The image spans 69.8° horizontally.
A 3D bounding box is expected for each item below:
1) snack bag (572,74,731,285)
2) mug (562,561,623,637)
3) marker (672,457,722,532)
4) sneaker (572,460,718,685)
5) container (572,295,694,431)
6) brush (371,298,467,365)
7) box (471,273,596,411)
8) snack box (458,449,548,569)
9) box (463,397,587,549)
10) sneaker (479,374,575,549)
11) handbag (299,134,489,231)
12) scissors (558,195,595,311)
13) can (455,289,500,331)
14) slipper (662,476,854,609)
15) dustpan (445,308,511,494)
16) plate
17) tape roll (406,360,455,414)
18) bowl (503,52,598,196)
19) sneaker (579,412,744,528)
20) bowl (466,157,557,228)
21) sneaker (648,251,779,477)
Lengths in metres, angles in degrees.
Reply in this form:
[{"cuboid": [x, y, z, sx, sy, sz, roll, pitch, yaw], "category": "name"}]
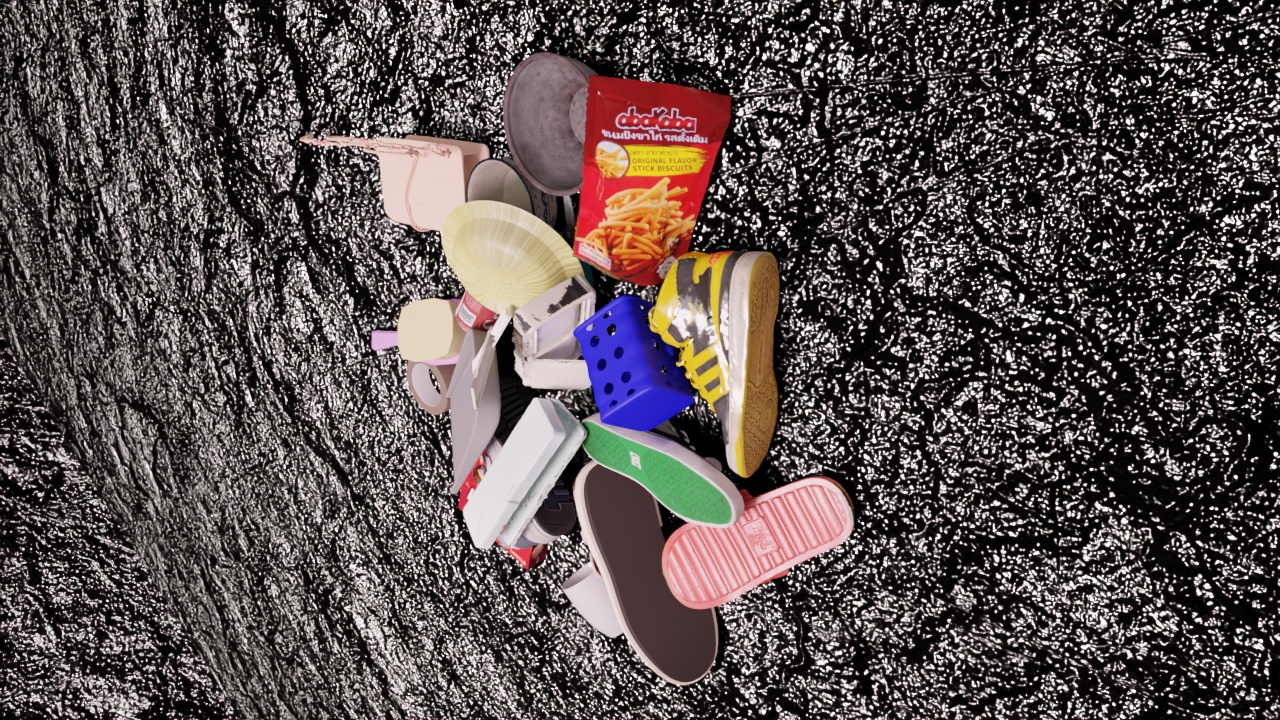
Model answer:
[{"cuboid": [0.003, -0.181, 0.921, 0.139, 0.066, 0.208, 10, 126, -5], "category": "snack bag"}, {"cuboid": [-0.034, 0.306, 1.205, 0.107, 0.071, 0.089, -34, 93, 18], "category": "mug"}, {"cuboid": [0.064, 0.164, 1.067, 0.025, 0.025, 0.126, 38, 131, 24], "category": "marker"}, {"cuboid": [-0.010, 0.261, 1.140, 0.294, 0.111, 0.117, 63, 158, -1], "category": "sneaker"}, {"cuboid": [-0.006, 0.006, 0.979, 0.085, 0.085, 0.113, -34, 58, 29], "category": "container"}, {"cuboid": [-0.319, -0.037, 1.291, 0.229, 0.043, 0.089, -4, 84, 39], "category": "brush"}, {"cuboid": [-0.119, 0.003, 1.029, 0.081, 0.181, 0.144, 49, 159, 18], "category": "box"}, {"cuboid": [-0.191, 0.200, 1.313, 0.152, 0.035, 0.133, 35, 129, 27], "category": "snack box"}, {"cuboid": [-0.146, 0.135, 1.089, 0.086, 0.072, 0.199, 39, 113, 13], "category": "box"}, {"cuboid": [-0.174, 0.145, 1.201, 0.125, 0.088, 0.239, -48, 56, 39], "category": "sneaker"}, {"cuboid": [-0.300, -0.209, 1.117, 0.199, 0.186, 0.117, 16, 112, 33], "category": "handbag"}, {"cuboid": [-0.069, -0.121, 1.062, 0.135, 0.019, 0.130, 50, 137, 10], "category": "scissors"}, {"cuboid": [-0.199, -0.080, 1.179, 0.054, 0.053, 0.097, 50, 134, 14], "category": "can"}, {"cuboid": [0.126, 0.191, 1.000, 0.249, 0.059, 0.103, -34, 83, 30], "category": "slipper"}, {"cuboid": [-0.203, 0.028, 1.142, 0.258, 0.033, 0.163, -53, 36, 38], "category": "dustpan"}, {"cuboid": [-0.156, -0.099, 1.061, 0.184, 0.036, 0.185, 16, 142, 13], "category": "plate"}, {"cuboid": [-0.301, 0.031, 1.341, 0.094, 0.030, 0.094, 20, 121, 36], "category": "tape roll"}, {"cuboid": [-0.073, -0.252, 0.972, 0.145, 0.067, 0.145, 20, 121, 36], "category": "bowl"}, {"cuboid": [0.036, 0.106, 1.020, 0.235, 0.078, 0.084, 26, 132, 42], "category": "sneaker"}, {"cuboid": [-0.143, -0.184, 1.075, 0.116, 0.059, 0.116, 20, 121, 36], "category": "bowl"}, {"cuboid": [0.073, 0.000, 0.938, 0.122, 0.085, 0.239, 13, 113, 32], "category": "sneaker"}]
